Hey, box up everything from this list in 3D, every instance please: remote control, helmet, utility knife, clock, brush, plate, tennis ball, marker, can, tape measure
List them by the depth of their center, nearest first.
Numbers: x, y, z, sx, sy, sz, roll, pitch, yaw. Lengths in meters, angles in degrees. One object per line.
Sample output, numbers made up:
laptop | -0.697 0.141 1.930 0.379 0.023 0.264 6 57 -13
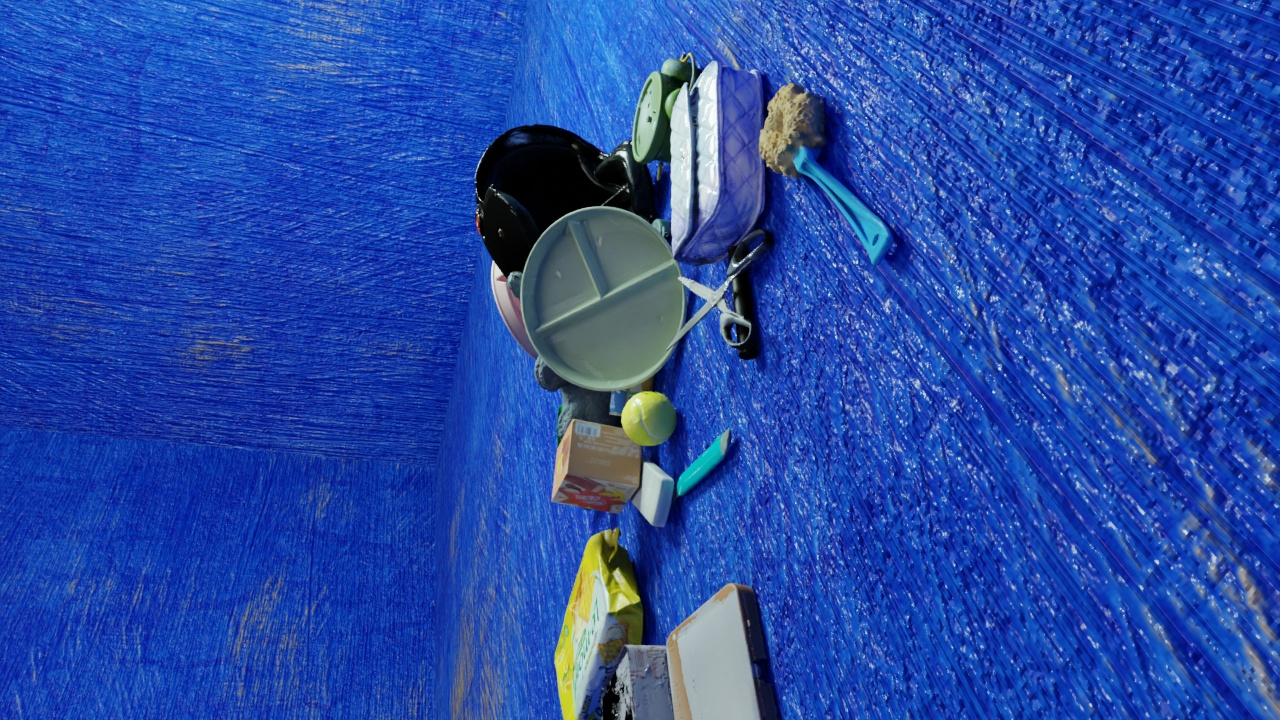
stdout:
brush | 0.156 -0.157 0.776 0.254 0.045 0.083 -110 36 -49
marker | 0.104 -0.060 0.926 0.022 0.020 0.131 -27 51 34
utility knife | 0.061 0.120 0.994 0.194 0.013 0.029 125 151 -58
tennis ball | 0.010 0.069 1.090 0.065 0.065 0.065 -173 91 -73
remote control | 0.012 0.156 1.110 0.150 0.021 0.058 -156 78 -78
plate | -0.046 -0.076 1.144 0.027 0.230 0.230 -19 -56 -64
clock | 0.038 -0.321 1.182 0.162 0.056 0.116 120 151 -51
can | -0.007 0.007 1.193 0.053 0.053 0.134 175 102 -73
tape measure | 0.024 -0.158 1.210 0.054 0.025 0.058 -102 26 -44
helmet | -0.114 -0.200 1.304 0.274 0.233 0.231 54 153 24
plate | -0.157 -0.093 1.504 0.028 0.229 0.229 -24 52 26

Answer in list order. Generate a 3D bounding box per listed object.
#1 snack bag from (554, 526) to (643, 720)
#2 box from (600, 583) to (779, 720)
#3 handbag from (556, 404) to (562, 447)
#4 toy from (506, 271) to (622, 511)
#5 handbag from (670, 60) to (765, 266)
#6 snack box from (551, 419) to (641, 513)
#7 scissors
snack bag | -0.049 0.351 1.160 0.158 0.068 0.247 -115 36 -61
box | 0.037 0.343 0.864 0.263 0.088 0.177 113 158 -45
handbag | -0.096 0.138 1.400 0.131 0.068 0.120 -108 30 -55
toy | -0.087 0.030 1.275 0.092 0.137 0.356 5 119 48
handbag | 0.076 -0.213 0.982 0.134 0.075 0.193 132 143 -62
snack box | -0.055 0.135 1.158 0.095 0.092 0.076 120 158 -55
scissors | 0.078 -0.058 0.933 0.178 0.014 0.159 -47 36 36
